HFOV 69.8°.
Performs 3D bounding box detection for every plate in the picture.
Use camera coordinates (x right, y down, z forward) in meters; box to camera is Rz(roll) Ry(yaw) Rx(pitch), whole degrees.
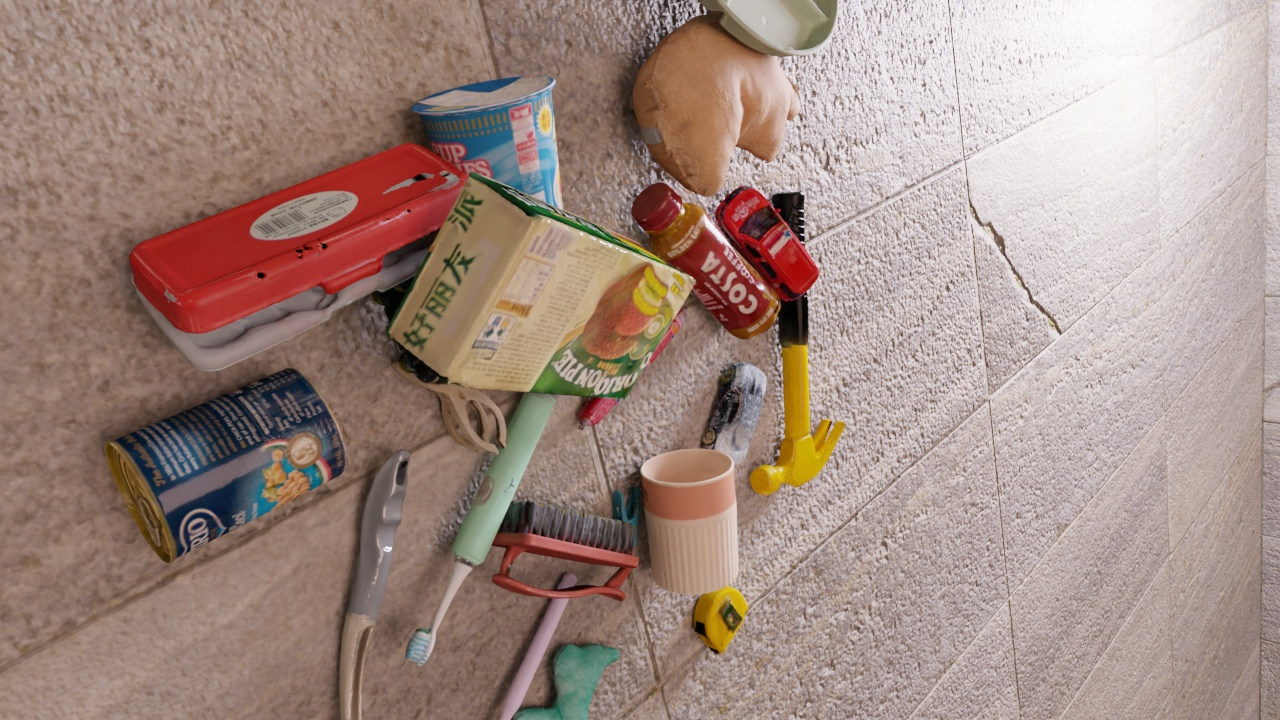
[{"bbox_3d":[0.089,-0.360,0.775,0.230,0.028,0.229,17,64,-40],"label":"plate"}]

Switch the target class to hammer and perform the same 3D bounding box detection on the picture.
[{"bbox_3d":[0.156,-0.018,0.930,0.128,0.033,0.301,-15,106,-41],"label":"hammer"}]

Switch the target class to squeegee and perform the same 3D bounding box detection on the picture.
[{"bbox_3d":[-0.188,0.183,0.631,0.246,0.039,0.246,12,82,-61],"label":"squeegee"}]

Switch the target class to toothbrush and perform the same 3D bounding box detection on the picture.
[{"bbox_3d":[-0.092,0.259,0.735,0.021,0.029,0.188,25,68,-4],"label":"toothbrush"},{"bbox_3d":[-0.116,0.116,0.680,0.027,0.026,0.224,44,60,-42],"label":"toothbrush"}]

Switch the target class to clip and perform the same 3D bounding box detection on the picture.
[{"bbox_3d":[-0.013,0.139,0.806,0.041,0.014,0.056,-3,96,-43],"label":"clip"},{"bbox_3d":[-0.130,0.025,0.669,0.063,0.034,0.098,-39,112,-31],"label":"clip"}]

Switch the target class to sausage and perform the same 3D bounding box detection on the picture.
[{"bbox_3d":[-0.005,0.005,0.791,0.155,0.020,0.020,-48,125,-27],"label":"sausage"}]

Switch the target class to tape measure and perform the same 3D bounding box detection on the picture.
[{"bbox_3d":[0.080,0.250,0.899,0.059,0.029,0.057,-51,126,-26],"label":"tape measure"}]

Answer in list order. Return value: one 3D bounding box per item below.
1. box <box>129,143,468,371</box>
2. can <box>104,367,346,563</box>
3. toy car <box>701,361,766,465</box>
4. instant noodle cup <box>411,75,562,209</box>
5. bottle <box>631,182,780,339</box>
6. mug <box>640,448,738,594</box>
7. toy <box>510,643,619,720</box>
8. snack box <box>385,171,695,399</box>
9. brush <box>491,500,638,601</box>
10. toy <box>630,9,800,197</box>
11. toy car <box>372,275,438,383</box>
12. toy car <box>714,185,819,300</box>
[{"bbox_3d":[-0.198,-0.068,0.562,0.200,0.090,0.068,-34,146,-35],"label":"box"},{"bbox_3d":[-0.239,0.058,0.539,0.110,0.075,0.075,-29,115,-38],"label":"can"},{"bbox_3d":[0.093,0.054,0.881,0.049,0.031,0.105,24,81,-41],"label":"toy car"},{"bbox_3d":[-0.096,-0.132,0.640,0.099,0.099,0.110,-32,123,-36],"label":"instant noodle cup"},{"bbox_3d":[0.058,-0.087,0.810,0.175,0.058,0.057,42,68,-39],"label":"bottle"},{"bbox_3d":[0.053,0.138,0.827,0.114,0.082,0.106,-28,117,-56],"label":"mug"},{"bbox_3d":[-0.063,0.283,0.769,0.096,0.030,0.092,17,82,-37],"label":"toy"},{"bbox_3d":[-0.054,-0.039,0.629,0.114,0.063,0.239,-59,157,11],"label":"snack box"},{"bbox_3d":[-0.057,0.156,0.733,0.145,0.063,0.069,23,68,-44],"label":"brush"},{"bbox_3d":[0.082,-0.238,0.803,0.225,0.083,0.143,-36,119,-39],"label":"toy"},{"bbox_3d":[-0.150,-0.029,0.618,0.035,0.042,0.090,-19,89,-37],"label":"toy car"},{"bbox_3d":[0.121,-0.109,0.855,0.053,0.045,0.120,-46,107,-8],"label":"toy car"}]
